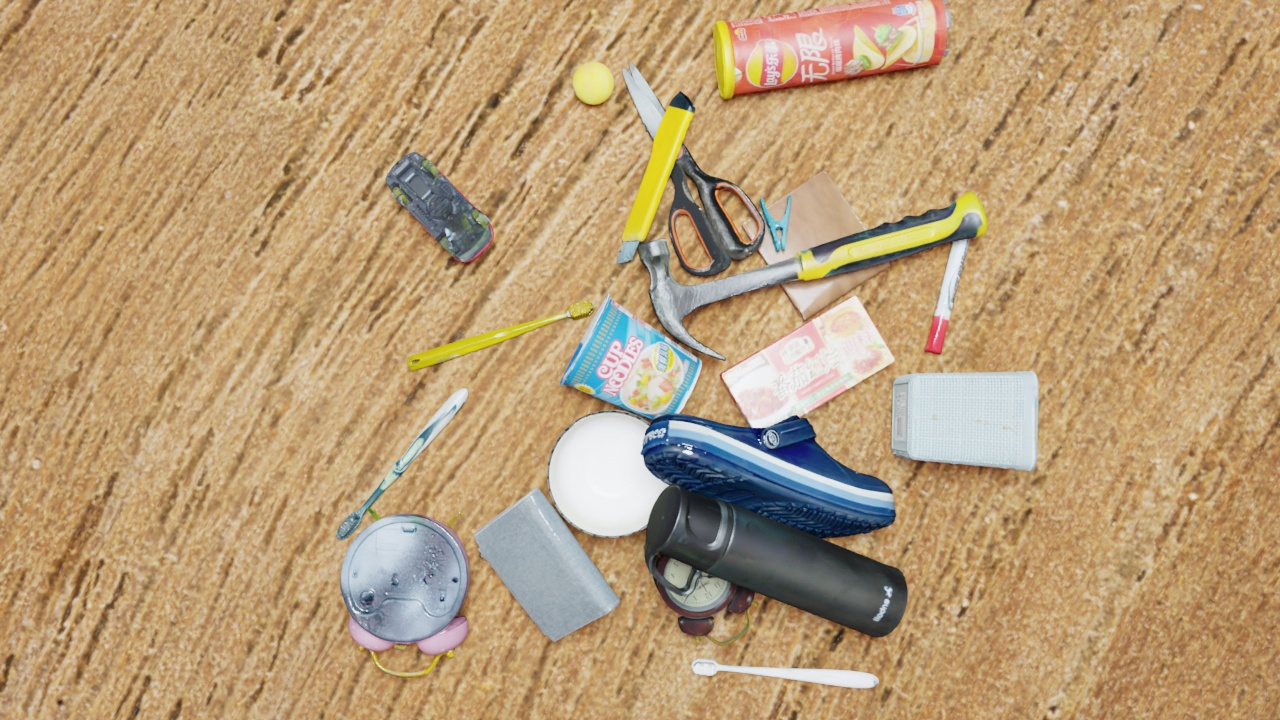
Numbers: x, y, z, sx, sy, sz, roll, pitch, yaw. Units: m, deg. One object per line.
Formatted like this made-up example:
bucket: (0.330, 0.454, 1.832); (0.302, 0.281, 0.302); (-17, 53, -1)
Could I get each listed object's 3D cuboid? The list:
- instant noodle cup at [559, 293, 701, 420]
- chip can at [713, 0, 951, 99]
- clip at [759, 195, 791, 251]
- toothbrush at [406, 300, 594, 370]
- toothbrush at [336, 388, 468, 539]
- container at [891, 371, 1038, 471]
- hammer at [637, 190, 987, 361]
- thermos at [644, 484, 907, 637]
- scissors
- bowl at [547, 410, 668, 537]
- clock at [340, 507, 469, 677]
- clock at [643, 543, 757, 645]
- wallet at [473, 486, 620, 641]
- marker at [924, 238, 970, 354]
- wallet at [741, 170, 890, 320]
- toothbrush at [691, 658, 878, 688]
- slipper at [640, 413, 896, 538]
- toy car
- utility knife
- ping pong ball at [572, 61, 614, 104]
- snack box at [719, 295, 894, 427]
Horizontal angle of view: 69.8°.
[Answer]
instant noodle cup: (-0.005, 0.005, 0.860); (0.110, 0.099, 0.099); (28, 88, -6)
chip can: (0.180, -0.304, 0.878); (0.216, 0.073, 0.073); (-10, 87, 0)
clip: (0.133, -0.133, 0.886); (0.034, 0.013, 0.055); (-2, 82, 6)
toothbrush: (-0.137, -0.025, 0.895); (0.190, 0.016, 0.015); (-17, 87, 0)
toothbrush: (-0.232, 0.100, 0.891); (0.016, 0.018, 0.191); (41, 89, 2)
container: (0.297, 0.053, 0.854); (0.111, 0.090, 0.090); (3, 87, 3)
hammer: (0.168, -0.090, 0.863); (0.323, 0.032, 0.126); (-16, 94, -2)
thermos: (0.118, 0.189, 0.822); (0.242, 0.068, 0.090); (23, 96, -18)
scissors: (0.026, -0.185, 0.899); (0.235, 0.021, 0.139); (41, 95, 8)
bowl: (-0.027, 0.104, 0.865); (0.116, 0.066, 0.116); (0, 88, 1)
clock: (-0.218, 0.220, 0.866); (0.117, 0.060, 0.158); (3, 86, 0)
clock: (0.059, 0.210, 0.865); (0.082, 0.055, 0.122); (-31, 89, -1)
wallet: (-0.089, 0.193, 0.860); (0.107, 0.036, 0.129); (-38, 88, 37)
marker: (0.302, -0.077, 0.894); (0.017, 0.017, 0.145); (15, 88, 1)
wallet: (0.171, -0.113, 0.897); (0.101, 0.020, 0.115); (-32, 85, 0)
toothbrush: (0.139, 0.301, 0.879); (0.180, 0.016, 0.016); (5, 90, 1)
slipper: (0.116, 0.094, 0.834); (0.252, 0.105, 0.095); (21, 65, -22)
toy car: (-0.191, -0.147, 0.887); (0.053, 0.045, 0.120); (-43, 83, 1)
utility knife: (0.013, -0.174, 0.890); (0.033, 0.015, 0.177); (29, 102, 38)
ping pong ball: (-0.046, -0.270, 0.893); (0.040, 0.040, 0.040); (0, 87, 0)
snack box: (0.160, 0.007, 0.887); (0.153, 0.025, 0.075); (-30, 88, -1)
